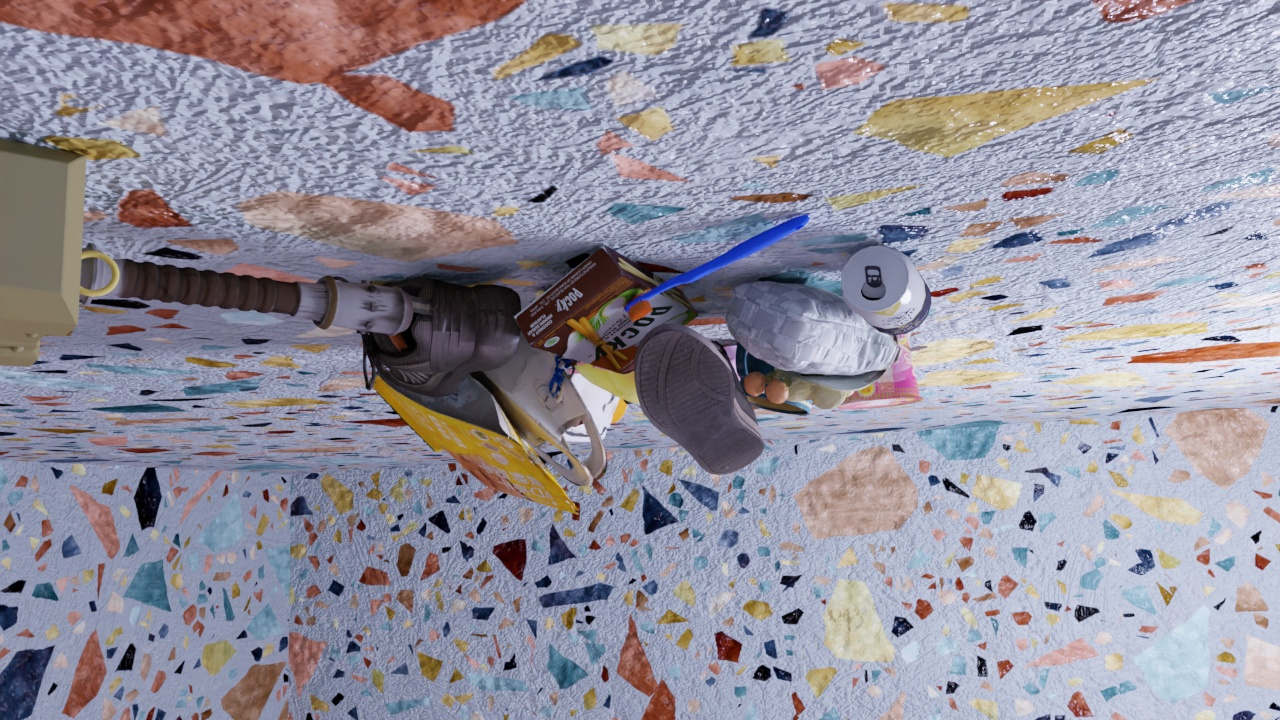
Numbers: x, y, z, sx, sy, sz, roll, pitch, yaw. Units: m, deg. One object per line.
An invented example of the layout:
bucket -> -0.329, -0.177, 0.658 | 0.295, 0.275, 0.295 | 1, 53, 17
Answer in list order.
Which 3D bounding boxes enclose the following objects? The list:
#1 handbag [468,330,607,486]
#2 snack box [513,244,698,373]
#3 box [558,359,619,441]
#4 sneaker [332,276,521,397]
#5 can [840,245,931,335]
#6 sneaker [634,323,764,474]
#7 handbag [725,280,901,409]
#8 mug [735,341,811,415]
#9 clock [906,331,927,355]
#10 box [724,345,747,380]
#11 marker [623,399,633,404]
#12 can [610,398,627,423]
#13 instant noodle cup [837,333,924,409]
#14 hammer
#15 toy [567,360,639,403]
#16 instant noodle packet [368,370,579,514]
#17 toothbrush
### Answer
handbag -> -0.106, 0.054, 1.053 | 0.092, 0.199, 0.201 | -39, -176, -17
snack box -> -0.025, -0.041, 0.843 | 0.101, 0.031, 0.185 | -36, 160, 14
box -> -0.078, 0.061, 1.274 | 0.102, 0.107, 0.076 | 8, -162, -40
sneaker -> -0.227, -0.019, 0.851 | 0.142, 0.101, 0.239 | 7, 166, -37
can -> 0.219, -0.063, 0.821 | 0.064, 0.064, 0.127 | -7, 169, 24
sneaker -> 0.049, 0.013, 0.919 | 0.095, 0.119, 0.234 | -30, 142, 12
handbag -> 0.158, -0.014, 0.910 | 0.171, 0.123, 0.112 | 9, -161, -43
mug -> 0.149, -0.003, 1.021 | 0.112, 0.104, 0.085 | 23, 167, -40
clock -> 0.270, -0.010, 1.156 | 0.157, 0.061, 0.103 | -5, 170, -1
box -> 0.169, 0.017, 1.268 | 0.201, 0.073, 0.150 | 3, 169, -25
marker -> -0.013, 0.021, 1.257 | 0.017, 0.017, 0.147 | -2, 150, -5
can -> -0.092, 0.053, 1.365 | 0.142, 0.079, 0.079 | 6, 167, -41
instant noodle cup -> 0.270, -0.003, 1.055 | 0.098, 0.108, 0.098 | -3, 171, -1
hammer -> -0.311, -0.051, 0.630 | 0.324, 0.100, 0.191 | 6, 167, -41
toy -> -0.006, 0.006, 1.089 | 0.190, 0.087, 0.238 | 5, 175, 27
instant noodle packet -> -0.167, 0.080, 0.996 | 0.222, 0.084, 0.163 | 28, 158, 35
toothbrush -> 0.059, -0.074, 0.746 | 0.183, 0.018, 0.016 | -25, 166, 32
